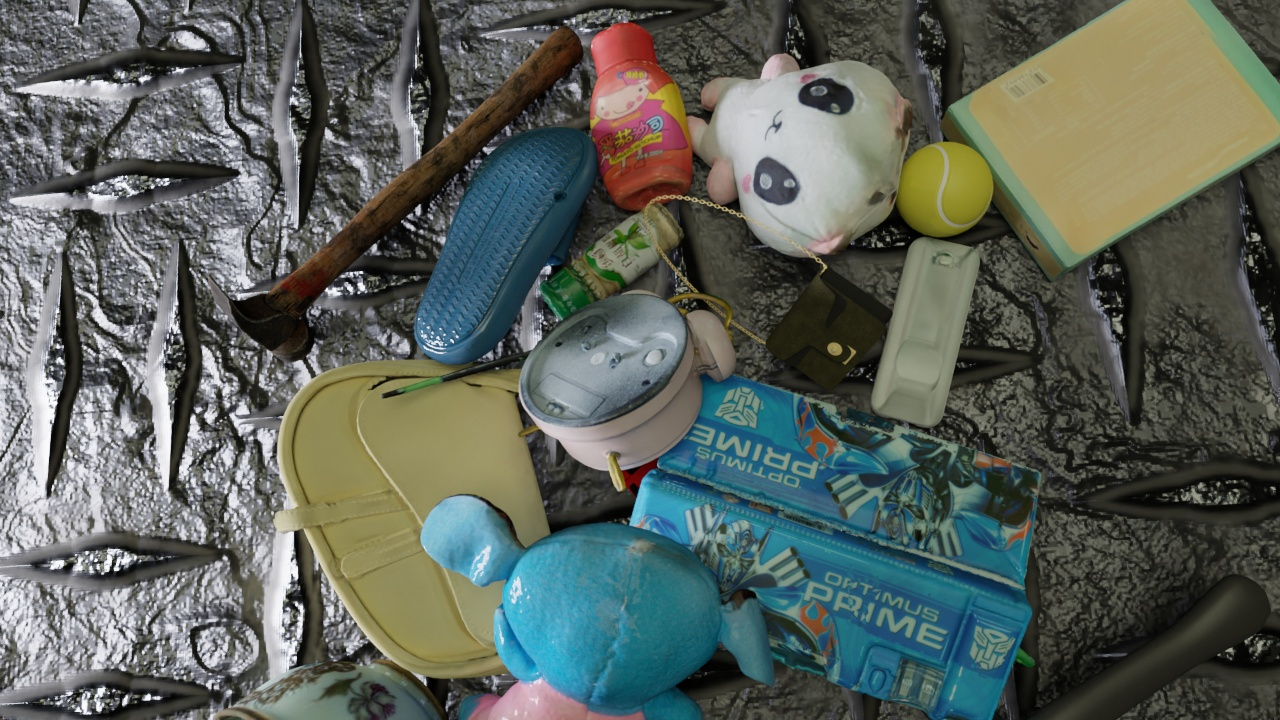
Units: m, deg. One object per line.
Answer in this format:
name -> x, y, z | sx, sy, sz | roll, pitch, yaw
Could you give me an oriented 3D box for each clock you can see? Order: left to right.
clock -> -0.004, 0.004, 0.609 | 0.117, 0.059, 0.157 | 21, 60, 43

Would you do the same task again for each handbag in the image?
handbag -> -0.137, 0.105, 0.626 | 0.191, 0.088, 0.232 | -17, 78, -1
handbag -> 0.078, -0.054, 0.628 | 0.178, 0.084, 0.027 | 35, 43, 3

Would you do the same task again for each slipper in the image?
slipper -> -0.089, -0.085, 0.658 | 0.104, 0.059, 0.213 | 4, 60, 33

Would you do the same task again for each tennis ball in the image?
tennis ball -> 0.211, -0.119, 0.639 | 0.065, 0.065, 0.065 | -1, 79, 6

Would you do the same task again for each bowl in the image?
bowl -> -0.180, 0.251, 0.587 | 0.160, 0.160, 0.093 | 36, 44, 11

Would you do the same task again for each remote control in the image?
remote control -> 0.200, -0.021, 0.643 | 0.050, 0.022, 0.133 | 15, 81, 9

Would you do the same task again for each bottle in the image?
bottle -> -0.020, -0.070, 0.669 | 0.110, 0.043, 0.042 | -37, 78, -3
bottle -> -0.003, -0.183, 0.681 | 0.072, 0.048, 0.134 | -18, 75, 28

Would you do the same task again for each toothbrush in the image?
toothbrush -> -0.087, 0.000, 0.633 | 0.187, 0.014, 0.017 | -19, 88, -28

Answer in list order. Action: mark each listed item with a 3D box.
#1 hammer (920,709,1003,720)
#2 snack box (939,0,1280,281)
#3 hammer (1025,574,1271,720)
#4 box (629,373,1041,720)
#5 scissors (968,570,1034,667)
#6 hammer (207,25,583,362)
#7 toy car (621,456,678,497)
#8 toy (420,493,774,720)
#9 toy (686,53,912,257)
hammer -> 0.253, 0.278, 0.573 | 0.133, 0.033, 0.333 | -42, 78, 0
snack box -> 0.335, -0.166, 0.645 | 0.193, 0.044, 0.141 | -31, 78, 0
hammer -> 0.243, 0.221, 0.539 | 0.310, 0.029, 0.125 | -29, 108, -7
box -> 0.119, 0.110, 0.578 | 0.243, 0.060, 0.175 | 17, 81, 10
scissors -> 0.212, 0.158, 0.614 | 0.127, 0.011, 0.123 | 34, 87, 11
hammer -> -0.165, -0.134, 0.672 | 0.033, 0.120, 0.330 | 42, 80, 12
toy car -> 0.030, 0.066, 0.645 | 0.089, 0.025, 0.038 | -43, 78, -2
toy -> -0.039, 0.174, 0.541 | 0.224, 0.098, 0.192 | 21, 110, -3
toy -> 0.105, -0.151, 0.649 | 0.180, 0.101, 0.139 | 33, 97, 30
